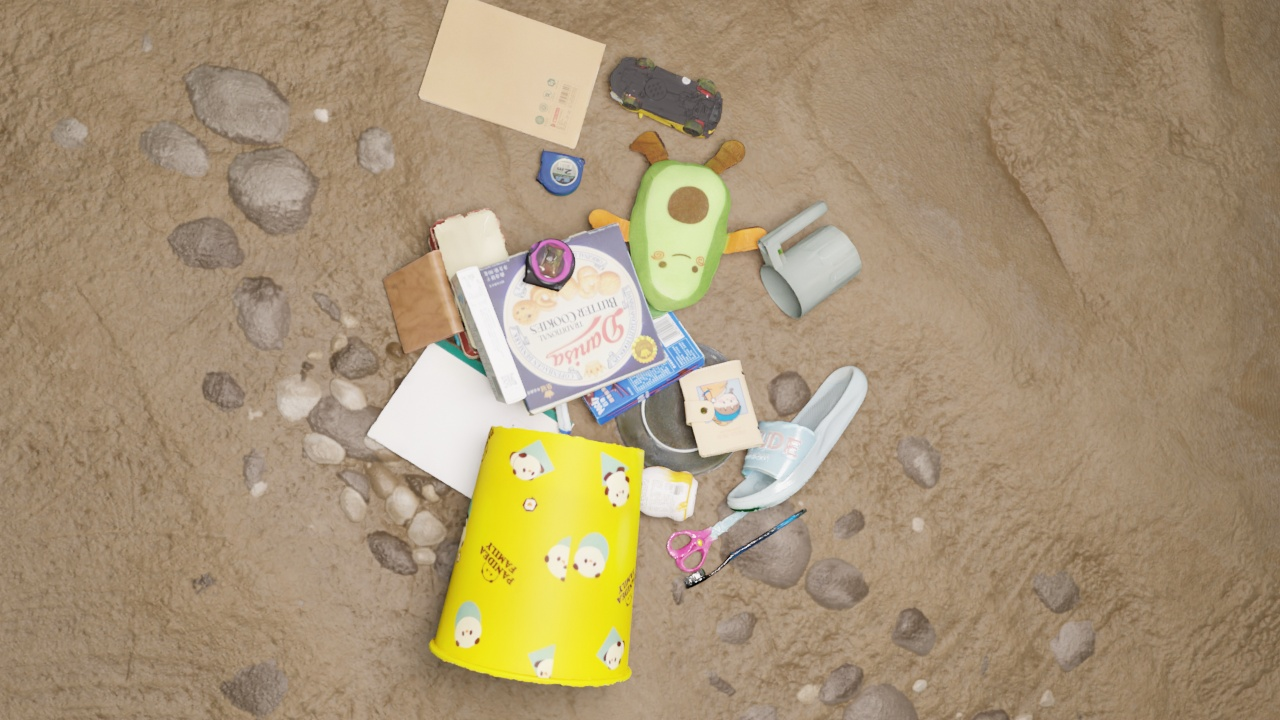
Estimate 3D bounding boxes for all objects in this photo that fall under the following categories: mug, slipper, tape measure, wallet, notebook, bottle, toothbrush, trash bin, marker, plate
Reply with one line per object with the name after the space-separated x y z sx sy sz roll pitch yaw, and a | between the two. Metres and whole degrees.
0.213 -0.130 1.176 0.103 0.084 0.124 -34 123 -11 | mug
0.194 0.093 1.163 0.074 0.104 0.245 44 77 -12 | slipper
-0.103 -0.110 1.045 0.057 0.039 0.057 17 81 -13 | tape measure
0.098 0.061 1.151 0.087 0.024 0.115 -11 70 -7 | wallet
-0.163 -0.372 1.178 0.207 0.008 0.147 16 84 -8 | notebook
0.015 0.163 1.152 0.108 0.063 0.063 10 85 6 | bottle
-0.264 -0.068 1.104 0.020 0.116 0.101 -15 88 -50 | wallet
-0.209 0.086 1.146 0.209 0.012 0.150 33 81 -7 | notebook
0.137 0.241 1.191 0.189 0.014 0.016 -31 68 -10 | toothbrush
-0.103 0.215 1.052 0.229 0.230 0.255 11 82 -8 | trash bin
-0.106 0.022 1.158 0.017 0.017 0.145 -9 85 -9 | marker
0.056 0.062 1.182 0.179 0.024 0.179 0 87 -8 | plate
-0.102 -0.238 1.172 0.058 0.025 0.054 10 87 -4 | tape measure

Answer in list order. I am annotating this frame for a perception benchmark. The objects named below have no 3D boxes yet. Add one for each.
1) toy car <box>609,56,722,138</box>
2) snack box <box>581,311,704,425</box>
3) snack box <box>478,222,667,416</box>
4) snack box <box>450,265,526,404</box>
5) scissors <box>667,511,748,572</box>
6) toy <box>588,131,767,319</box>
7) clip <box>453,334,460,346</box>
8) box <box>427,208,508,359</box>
0.034 -0.342 1.189 0.156 0.041 0.071 19 84 -9 | toy car
-0.007 0.007 1.157 0.157 0.026 0.084 -30 65 -9 | snack box
-0.081 -0.051 1.092 0.177 0.046 0.182 -21 92 -16 | snack box
-0.175 -0.027 1.046 0.026 0.085 0.157 -21 96 -15 | snack box
0.098 0.222 1.186 0.133 0.017 0.057 -31 82 -12 | scissors
0.049 -0.174 1.160 0.227 0.090 0.246 6 82 1 | toy
-0.231 -0.046 1.149 0.043 0.014 0.056 -21 88 -10 | clip
-0.193 -0.095 1.118 0.091 0.077 0.168 -18 89 -18 | box
